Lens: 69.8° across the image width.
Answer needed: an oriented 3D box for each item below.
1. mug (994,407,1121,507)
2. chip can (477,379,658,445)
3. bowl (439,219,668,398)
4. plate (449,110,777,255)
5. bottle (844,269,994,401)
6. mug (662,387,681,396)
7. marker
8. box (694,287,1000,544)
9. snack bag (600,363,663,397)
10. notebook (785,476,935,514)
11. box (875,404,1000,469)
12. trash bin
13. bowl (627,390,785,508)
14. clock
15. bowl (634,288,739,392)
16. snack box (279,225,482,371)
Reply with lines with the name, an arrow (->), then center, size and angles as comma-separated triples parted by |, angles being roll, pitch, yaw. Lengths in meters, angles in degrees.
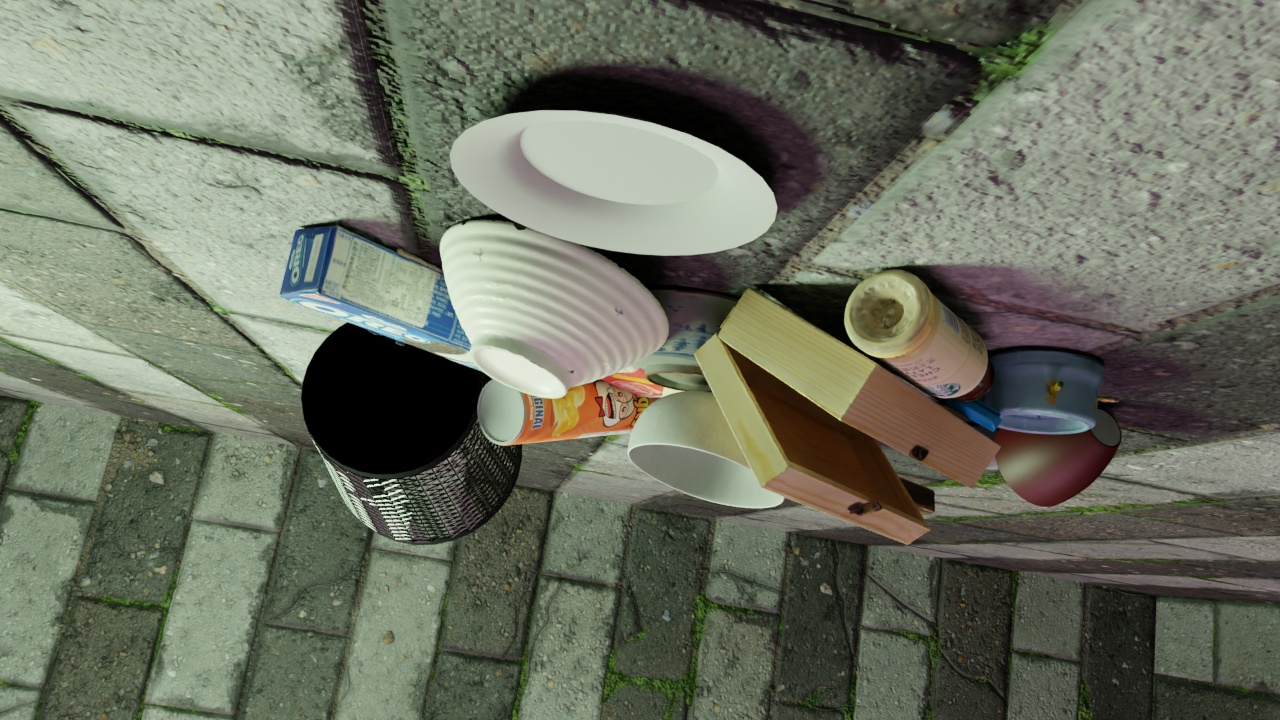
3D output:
mug -> 0.397, 0.075, 0.837 | 0.113, 0.087, 0.089 | -14, 160, -29
chip can -> -0.063, 0.046, 0.911 | 0.062, 0.062, 0.210 | -1, 179, 38
bowl -> -0.074, -0.020, 0.654 | 0.177, 0.070, 0.177 | 18, 158, 7
plate -> -0.014, -0.097, 0.489 | 0.173, 0.019, 0.173 | 9, 167, 2
bottle -> 0.199, -0.009, 0.630 | 0.057, 0.056, 0.162 | -1, 163, 38
mug -> 0.070, 0.053, 0.838 | 0.112, 0.104, 0.085 | 15, -150, 31
marker -> 0.223, 0.017, 0.715 | 0.123, 0.015, 0.018 | 33, 166, 24
box -> 0.153, 0.053, 0.713 | 0.140, 0.123, 0.248 | 34, -175, 41
snack bag -> -0.005, 0.005, 0.877 | 0.077, 0.036, 0.115 | -2, 162, 39
notebook -> 0.189, 0.118, 0.928 | 0.215, 0.034, 0.191 | 22, 162, -30
box -> 0.295, 0.075, 0.984 | 0.216, 0.058, 0.154 | 15, 164, -26
trash bin -> -0.239, 0.067, 0.962 | 0.217, 0.216, 0.244 | 9, 160, -1
bowl -> 0.061, 0.066, 0.752 | 0.132, 0.064, 0.132 | 17, 158, 7
clock -> 0.305, 0.028, 0.727 | 0.088, 0.051, 0.125 | 13, 166, -21
bowl -> 0.040, -0.008, 0.744 | 0.151, 0.056, 0.151 | 9, 166, 2
snack box -> -0.178, -0.042, 0.752 | 0.059, 0.059, 0.226 | 3, 166, 37
